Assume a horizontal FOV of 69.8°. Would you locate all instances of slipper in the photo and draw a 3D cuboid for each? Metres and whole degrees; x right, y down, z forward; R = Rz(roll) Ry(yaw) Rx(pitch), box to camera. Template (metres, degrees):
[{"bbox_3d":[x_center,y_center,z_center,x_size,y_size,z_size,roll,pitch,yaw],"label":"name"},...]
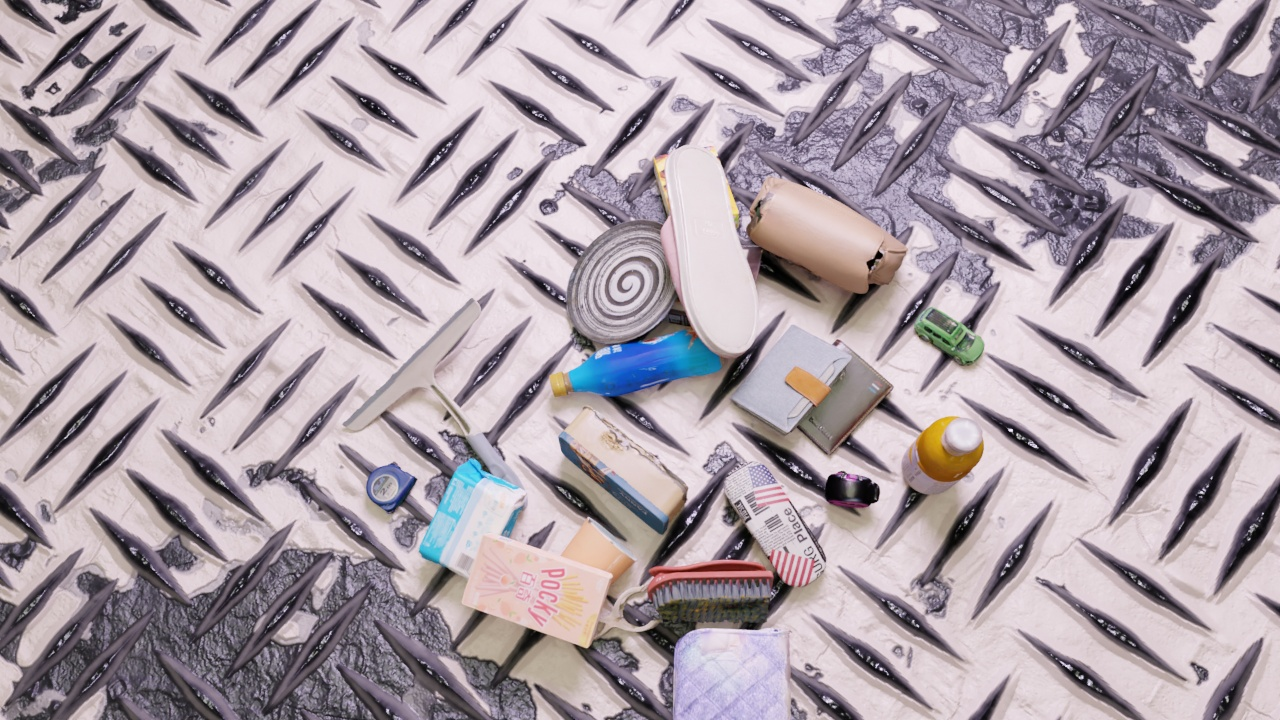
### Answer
[{"bbox_3d":[0.079,-0.134,1.134,0.114,0.055,0.274,-6,79,-32],"label":"slipper"}]

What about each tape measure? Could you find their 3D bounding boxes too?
[{"bbox_3d":[-0.320,0.160,1.168,0.054,0.025,0.058,31,74,15],"label":"tape measure"},{"bbox_3d":[0.252,0.155,1.106,0.058,0.057,0.039,10,77,-9],"label":"tape measure"}]

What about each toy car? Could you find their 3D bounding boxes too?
[{"bbox_3d":[0.393,-0.032,1.164,0.091,0.036,0.043,36,78,10],"label":"toy car"}]

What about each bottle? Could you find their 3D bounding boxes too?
[{"bbox_3d":[0.345,0.106,1.043,0.068,0.190,0.068,-2,72,5],"label":"bottle"},{"bbox_3d":[-0.007,0.007,1.167,0.218,0.065,0.065,-14,72,0],"label":"bottle"}]

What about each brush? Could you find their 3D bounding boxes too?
[{"bbox_3d":[0.080,0.269,1.080,0.146,0.063,0.069,0,37,-3],"label":"brush"}]

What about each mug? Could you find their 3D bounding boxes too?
[{"bbox_3d":[-0.074,0.258,1.095,0.078,0.078,0.122,41,85,15],"label":"mug"}]

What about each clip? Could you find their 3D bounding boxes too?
[{"bbox_3d":[-0.026,0.297,1.100,0.103,0.035,0.092,-3,77,12],"label":"clip"}]

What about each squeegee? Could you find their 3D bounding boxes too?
[{"bbox_3d":[-0.218,0.092,1.174,0.247,0.039,0.246,-43,80,11],"label":"squeegee"}]

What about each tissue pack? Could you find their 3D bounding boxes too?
[{"bbox_3d":[-0.203,0.199,1.117,0.090,0.063,0.140,26,95,11],"label":"tissue pack"}]

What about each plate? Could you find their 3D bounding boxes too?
[{"bbox_3d":[-0.018,-0.101,1.199,0.180,0.024,0.179,-12,63,26],"label":"plate"}]

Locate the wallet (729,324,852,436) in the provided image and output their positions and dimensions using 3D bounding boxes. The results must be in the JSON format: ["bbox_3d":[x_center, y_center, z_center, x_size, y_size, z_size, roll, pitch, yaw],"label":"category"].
[{"bbox_3d":[0.188,0.023,1.145,0.129,0.037,0.106,-48,48,-10],"label":"wallet"}]

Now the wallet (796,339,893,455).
[{"bbox_3d":[0.244,0.046,1.161,0.122,0.020,0.096,-45,75,-7],"label":"wallet"}]

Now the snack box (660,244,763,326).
[{"bbox_3d":[0.088,-0.101,1.199,0.126,0.053,0.113,12,74,8],"label":"snack box"}]

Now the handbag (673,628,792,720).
[{"bbox_3d":[0.103,0.400,1.036,0.134,0.076,0.193,3,75,1],"label":"handbag"}]

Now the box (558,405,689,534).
[{"bbox_3d":[-0.016,0.137,1.117,0.184,0.090,0.059,39,73,16],"label":"box"}]

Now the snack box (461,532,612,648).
[{"bbox_3d":[-0.118,0.262,1.051,0.157,0.026,0.084,16,86,9],"label":"snack box"}]

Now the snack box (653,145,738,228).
[{"bbox_3d":[0.073,-0.225,1.226,0.087,0.034,0.140,-11,55,-3],"label":"snack box"}]

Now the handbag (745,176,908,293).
[{"bbox_3d":[0.229,-0.154,1.160,0.204,0.147,0.100,30,107,14],"label":"handbag"}]

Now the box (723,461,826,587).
[{"bbox_3d":[0.162,0.198,1.113,0.070,0.058,0.164,-25,73,-21],"label":"box"}]
